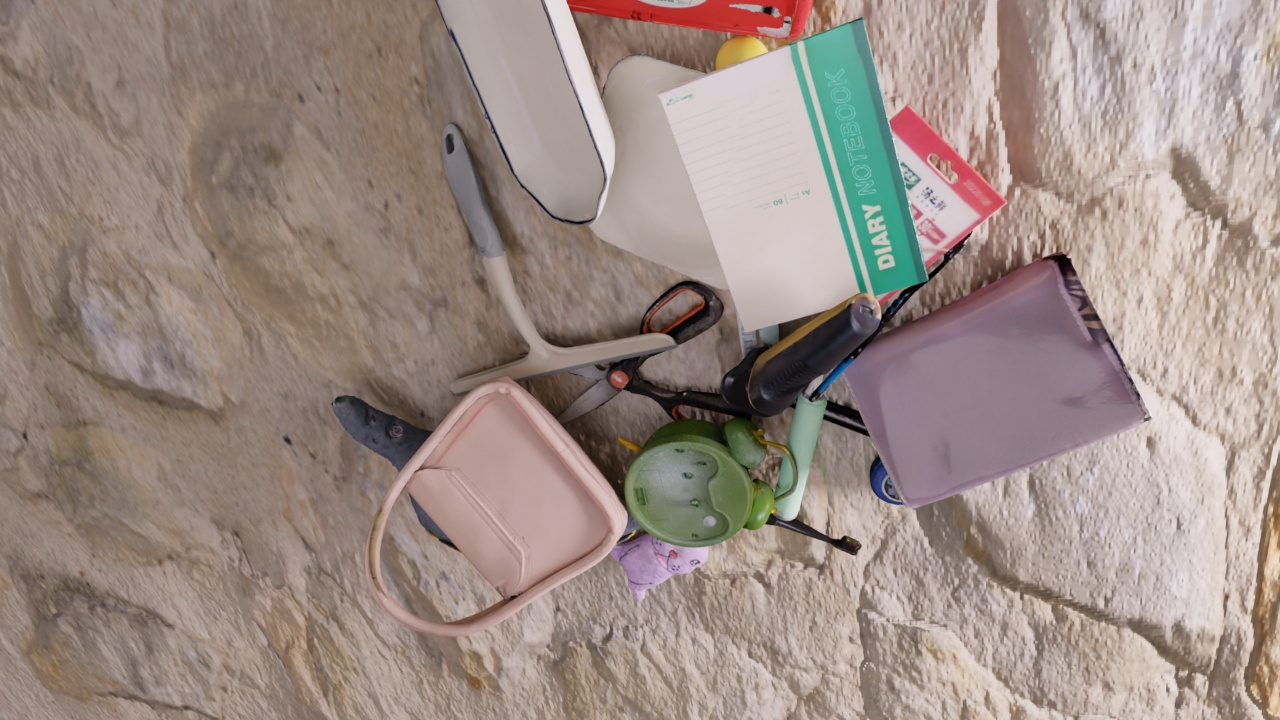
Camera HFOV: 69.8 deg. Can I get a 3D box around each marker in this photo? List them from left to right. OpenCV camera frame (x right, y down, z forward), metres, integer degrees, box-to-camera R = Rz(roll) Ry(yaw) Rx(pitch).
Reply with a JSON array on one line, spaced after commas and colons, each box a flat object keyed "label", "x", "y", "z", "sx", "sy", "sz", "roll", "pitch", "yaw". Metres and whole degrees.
[{"label": "marker", "x": 0.088, "y": -0.055, "z": 0.796, "sx": 0.017, "sy": 0.017, "sz": 0.145, "roll": -4, "pitch": 118, "yaw": 15}, {"label": "marker", "x": 0.178, "y": 0.047, "z": 0.832, "sx": 0.132, "sy": 0.020, "sz": 0.022, "roll": 21, "pitch": 142, "yaw": 2}]

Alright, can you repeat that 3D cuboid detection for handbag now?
[{"label": "handbag", "x": -0.149, "y": 0.150, "z": 0.840, "sx": 0.234, "sy": 0.093, "sz": 0.193, "roll": -42, "pitch": 87, "yaw": -3}, {"label": "handbag", "x": 0.279, "y": 0.017, "z": 0.744, "sx": 0.197, "sy": 0.098, "sz": 0.145, "roll": -27, "pitch": 92, "yaw": 24}]

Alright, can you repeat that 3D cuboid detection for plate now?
[{"label": "plate", "x": -0.086, "y": -0.229, "z": 0.691, "sx": 0.162, "sy": 0.034, "sz": 0.266, "roll": 15, "pitch": 133, "yaw": 56}, {"label": "plate", "x": 0.038, "y": -0.150, "z": 0.731, "sx": 0.164, "sy": 0.034, "sz": 0.164, "roll": 24, "pitch": 125, "yaw": 12}]

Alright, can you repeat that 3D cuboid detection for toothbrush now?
[{"label": "toothbrush", "x": 0.117, "y": 0.146, "z": 0.898, "sx": 0.212, "sy": 0.026, "sz": 0.027, "roll": 22, "pitch": 133, "yaw": 0}, {"label": "toothbrush", "x": 0.147, "y": 0.057, "z": 0.818, "sx": 0.026, "sy": 0.027, "sz": 0.225, "roll": 8, "pitch": 126, "yaw": 2}, {"label": "toothbrush", "x": 0.198, "y": -0.038, "z": 0.737, "sx": 0.016, "sy": 0.014, "sz": 0.189, "roll": 42, "pitch": 93, "yaw": -10}]

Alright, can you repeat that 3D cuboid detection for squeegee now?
[{"label": "squeegee", "x": -0.122, "y": -0.087, "z": 0.807, "sx": 0.247, "sy": 0.039, "sz": 0.247, "roll": -12, "pitch": 112, "yaw": 26}]

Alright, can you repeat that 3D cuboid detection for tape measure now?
[{"label": "tape measure", "x": 0.240, "y": 0.106, "z": 0.847, "sx": 0.054, "sy": 0.025, "sz": 0.058, "roll": -4, "pitch": 117, "yaw": 17}]

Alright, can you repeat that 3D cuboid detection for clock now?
[{"label": "clock", "x": 0.063, "y": 0.108, "z": 0.842, "sx": 0.161, "sy": 0.056, "sz": 0.116, "roll": -5, "pitch": 117, "yaw": 14}]

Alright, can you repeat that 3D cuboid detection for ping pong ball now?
[{"label": "ping pong ball", "x": 0.077, "y": -0.223, "z": 0.689, "sx": 0.040, "sy": 0.040, "sz": 0.040, "roll": 6, "pitch": 120, "yaw": 10}]

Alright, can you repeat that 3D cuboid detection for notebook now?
[{"label": "notebook", "x": 0.118, "y": -0.127, "z": 0.683, "sx": 0.150, "sy": 0.012, "sz": 0.209, "roll": -16, "pitch": 120, "yaw": 15}]

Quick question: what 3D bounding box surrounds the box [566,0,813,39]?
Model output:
[{"label": "box", "x": 0.031, "y": -0.311, "z": 0.652, "sx": 0.201, "sy": 0.099, "sz": 0.112, "roll": 11, "pitch": 156, "yaw": 7}]

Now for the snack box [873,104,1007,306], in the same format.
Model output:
[{"label": "snack box", "x": 0.192, "y": -0.123, "z": 0.711, "sx": 0.113, "sy": 0.044, "sz": 0.127, "roll": 38, "pitch": 120, "yaw": -17}]

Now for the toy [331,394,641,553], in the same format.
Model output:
[{"label": "toy", "x": -0.145, "y": 0.132, "z": 0.915, "sx": 0.356, "sy": 0.091, "sz": 0.138, "roll": 21, "pitch": 106, "yaw": -3}]

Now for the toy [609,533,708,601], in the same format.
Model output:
[{"label": "toy", "x": 0.019, "y": 0.197, "z": 0.943, "sx": 0.108, "sy": 0.038, "sz": 0.084, "roll": -28, "pitch": 101, "yaw": 27}]

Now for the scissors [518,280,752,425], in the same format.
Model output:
[{"label": "scissors", "x": 0.003, "y": 0.016, "z": 0.852, "sx": 0.230, "sy": 0.021, "sz": 0.221, "roll": 33, "pitch": 121, "yaw": -3}]

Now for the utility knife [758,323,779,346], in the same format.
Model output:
[{"label": "utility knife", "x": 0.104, "y": -0.103, "z": 0.765, "sx": 0.034, "sy": 0.018, "sz": 0.209, "roll": -1, "pitch": 119, "yaw": 13}]

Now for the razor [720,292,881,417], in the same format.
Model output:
[{"label": "razor", "x": 0.131, "y": -0.006, "z": 0.749, "sx": 0.062, "sy": 0.067, "sz": 0.168, "roll": 22, "pitch": 144, "yaw": -20}]
